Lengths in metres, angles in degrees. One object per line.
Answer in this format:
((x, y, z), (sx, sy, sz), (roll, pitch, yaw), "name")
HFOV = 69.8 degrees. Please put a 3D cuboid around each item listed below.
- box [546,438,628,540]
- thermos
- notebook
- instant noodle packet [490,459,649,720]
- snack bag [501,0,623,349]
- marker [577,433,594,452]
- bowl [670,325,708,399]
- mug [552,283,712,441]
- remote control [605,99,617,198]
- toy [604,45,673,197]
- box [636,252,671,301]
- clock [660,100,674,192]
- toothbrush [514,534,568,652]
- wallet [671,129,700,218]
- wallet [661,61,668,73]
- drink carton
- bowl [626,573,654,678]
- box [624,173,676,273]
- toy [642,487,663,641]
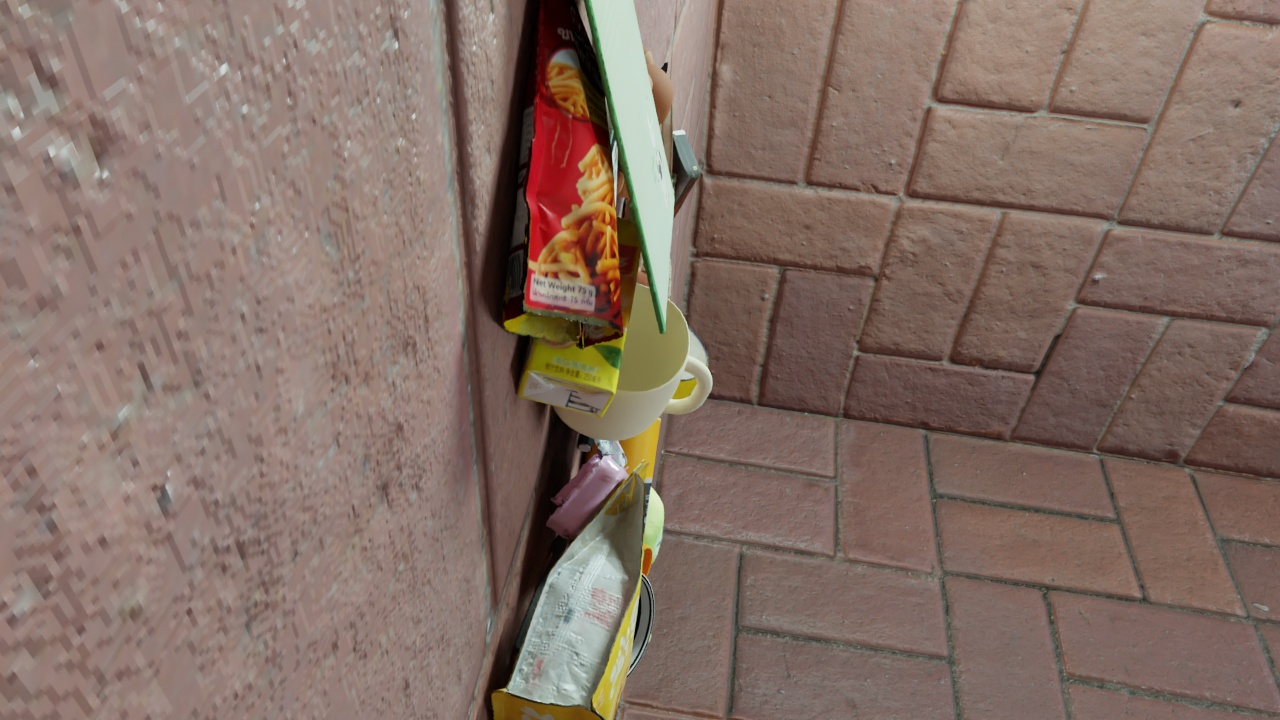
((-0.036, 0.092, 0.807), (0.201, 0.077, 0.146), (73, 26, -79), "box")
((-0.024, 0.172, 0.985), (0.076, 0.091, 0.232), (155, -57, -83), "thermos")
((-0.006, -0.168, 0.580), (0.181, 0.010, 0.253), (-84, 164, -51), "notebook")
((-0.033, 0.206, 0.726), (0.163, 0.084, 0.220), (94, 15, -47), "instant noodle packet")
((-0.046, -0.117, 0.519), (0.139, 0.067, 0.207), (49, 40, -77), "snack bag")
((-0.045, 0.041, 0.955), (0.021, 0.017, 0.123), (93, 8, -49), "marker")
((-0.005, 0.005, 0.822), (0.117, 0.117, 0.068), (-75, -171, -58), "bowl")
((-0.010, 0.011, 0.673), (0.100, 0.120, 0.096), (111, -4, -56), "mug")
((-0.033, -0.136, 0.710), (0.144, 0.024, 0.049), (95, 4, -58), "remote control")
((-0.012, -0.192, 0.753), (0.128, 0.065, 0.094), (106, 4, -50), "toy")
((-0.005, -0.073, 0.919), (0.187, 0.082, 0.041), (90, 18, -75), "box")
((0.008, -0.206, 0.957), (0.093, 0.054, 0.140), (88, 4, -81), "clock")
((-0.082, 0.194, 0.776), (0.167, 0.013, 0.013), (-71, 176, -70), "toothbrush")
((0.037, -0.226, 1.149), (0.123, 0.019, 0.072), (128, -55, -63), "wallet")
((0.013, -0.277, 1.050), (0.089, 0.026, 0.115), (-84, 180, -61), "wallet")
((-0.036, -0.035, 0.601), (0.043, 0.058, 0.134), (120, -17, -59), "drink carton")
((-0.048, 0.255, 0.900), (0.119, 0.066, 0.120), (-14, 108, -50), "bowl")
((0.003, -0.119, 1.110), (0.117, 0.051, 0.206), (-70, 167, -56), "box")
((-0.024, 0.233, 1.098), (0.150, 0.107, 0.196), (80, 10, -60), "toy")
